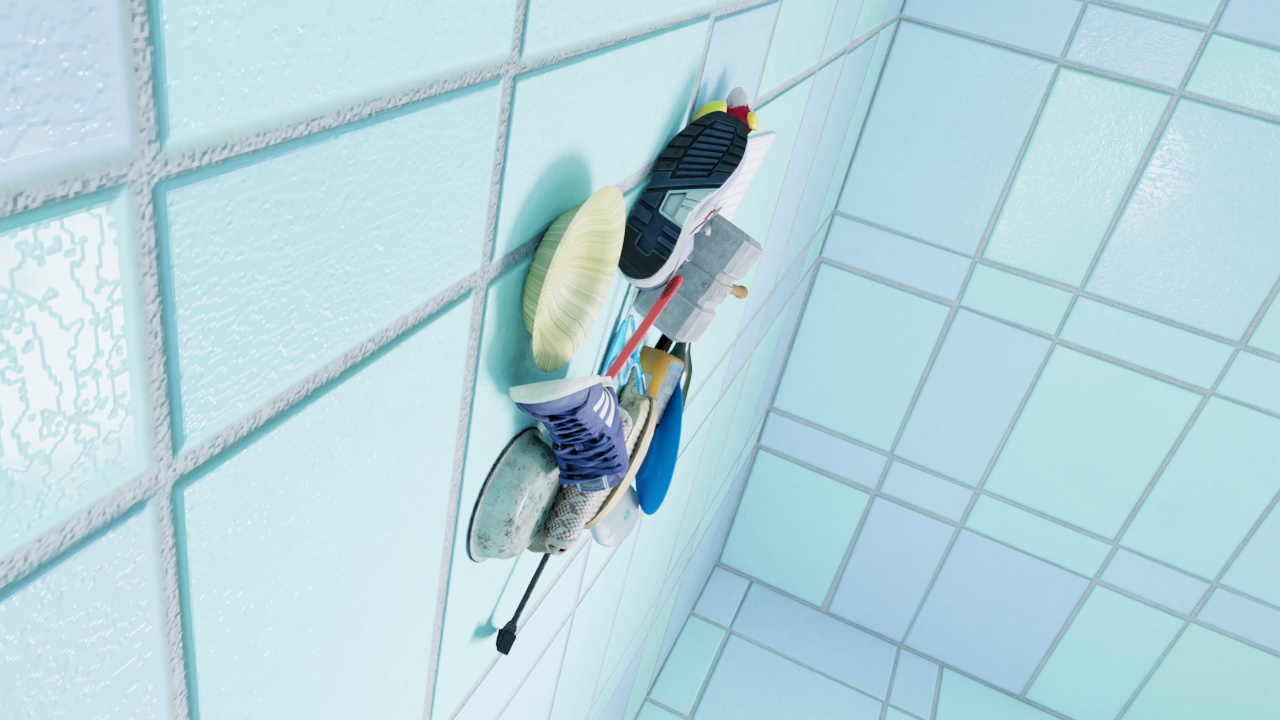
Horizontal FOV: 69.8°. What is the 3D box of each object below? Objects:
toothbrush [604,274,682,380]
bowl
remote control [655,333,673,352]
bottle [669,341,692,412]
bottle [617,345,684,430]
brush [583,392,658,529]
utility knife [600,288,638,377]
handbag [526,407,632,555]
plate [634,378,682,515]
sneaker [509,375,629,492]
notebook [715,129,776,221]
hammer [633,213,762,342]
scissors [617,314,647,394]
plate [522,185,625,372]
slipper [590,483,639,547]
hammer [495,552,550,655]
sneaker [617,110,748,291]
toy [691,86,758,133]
[{"bbox_3d":[-0.013,-0.017,1.111,0.213,0.012,0.017,-55,171,18],"label":"toothbrush"},{"bbox_3d":[-0.128,0.151,0.991,0.157,0.038,0.157,22,89,-76],"label":"bowl"},{"bbox_3d":[0.017,0.009,1.388,0.034,0.013,0.149,93,23,-52],"label":"remote control"},{"bbox_3d":[0.059,0.012,1.471,0.055,0.055,0.174,-44,151,-60],"label":"bottle"},{"bbox_3d":[0.003,0.062,1.300,0.068,0.068,0.157,41,71,-76],"label":"bottle"},{"bbox_3d":[-0.036,0.130,1.190,0.043,0.059,0.195,27,91,-47],"label":"brush"},{"bbox_3d":[-0.032,-0.016,1.161,0.031,0.015,0.222,-24,137,-76],"label":"utility knife"},{"bbox_3d":[-0.074,0.145,1.083,0.185,0.047,0.124,-64,-163,-19],"label":"handbag"},{"bbox_3d":[0.016,0.118,1.376,0.224,0.024,0.224,-171,-89,-77],"label":"plate"},{"bbox_3d":[-0.067,0.080,0.928,0.233,0.091,0.118,13,69,-85],"label":"sneaker"},{"bbox_3d":[0.100,-0.206,1.222,0.142,0.009,0.210,-29,152,-50],"label":"notebook"},{"bbox_3d":[0.112,-0.108,1.306,0.163,0.083,0.317,-54,165,11],"label":"hammer"},{"bbox_3d":[-0.007,0.008,1.217,0.133,0.011,0.140,-70,154,-54],"label":"scissors"},{"bbox_3d":[-0.071,-0.081,0.864,0.184,0.036,0.184,23,89,-77],"label":"plate"},{"bbox_3d":[-0.063,0.185,1.300,0.098,0.055,0.269,-59,152,-26],"label":"slipper"},{"bbox_3d":[-0.099,0.207,1.148,0.324,0.015,0.095,-63,-174,-11],"label":"hammer"},{"bbox_3d":[0.047,-0.177,1.096,0.239,0.089,0.124,-56,168,-15],"label":"sneaker"},{"bbox_3d":[0.102,-0.288,1.170,0.137,0.067,0.106,-44,153,-44],"label":"toy"}]
